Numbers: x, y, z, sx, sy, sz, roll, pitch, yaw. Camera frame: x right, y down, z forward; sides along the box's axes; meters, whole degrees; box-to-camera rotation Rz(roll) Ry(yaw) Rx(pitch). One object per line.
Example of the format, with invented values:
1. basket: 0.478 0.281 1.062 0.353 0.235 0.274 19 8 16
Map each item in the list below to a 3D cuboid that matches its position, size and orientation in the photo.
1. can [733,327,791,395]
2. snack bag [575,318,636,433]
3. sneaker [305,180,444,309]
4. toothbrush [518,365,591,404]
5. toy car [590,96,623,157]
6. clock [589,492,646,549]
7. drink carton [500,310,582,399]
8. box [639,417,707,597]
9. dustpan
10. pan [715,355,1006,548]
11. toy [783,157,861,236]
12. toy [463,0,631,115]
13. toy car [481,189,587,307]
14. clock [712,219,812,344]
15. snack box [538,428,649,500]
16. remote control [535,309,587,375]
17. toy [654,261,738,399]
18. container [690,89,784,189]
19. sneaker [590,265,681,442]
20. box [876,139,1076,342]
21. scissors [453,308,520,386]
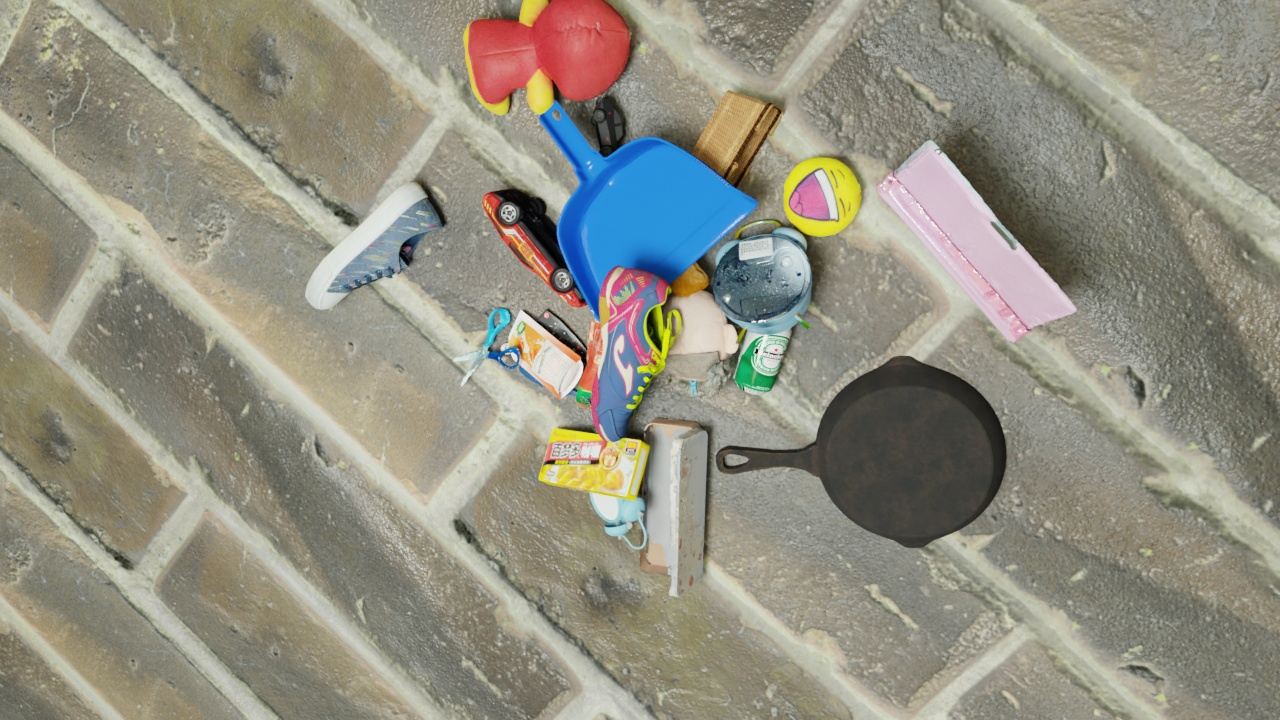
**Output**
1. can: 0.152 -0.009 1.145 0.053 0.053 0.101 20 106 12
2. snack bag: -0.041 0.023 1.209 0.087 0.044 0.155 15 101 16
3. sneaker: -0.365 -0.140 1.260 0.236 0.087 0.079 -41 93 17
4. toothbrush: -0.109 0.036 1.252 0.132 0.016 0.021 24 104 10
5. toy car: -0.039 -0.284 1.154 0.036 0.042 0.092 -12 98 -5
6. clock: -0.025 0.196 1.228 0.123 0.041 0.088 58 141 20
7. drink carton: -0.135 -0.008 1.231 0.122 0.038 0.069 38 114 26
8. box: 0.038 0.188 1.212 0.107 0.094 0.216 13 107 42
9. dustpan: -0.031 -0.209 1.114 0.246 0.059 0.257 -40 79 25
10. pan: 0.266 0.124 1.144 0.357 0.043 0.249 -4 100 17
11. toy: 0.216 -0.195 1.095 0.094 0.041 0.095 -15 100 23
12. toy: -0.116 -0.380 1.131 0.217 0.098 0.147 -5 107 22
13. toy car: -0.125 -0.146 1.185 0.056 0.081 0.189 -43 87 25
14. clock: 0.148 -0.103 1.101 0.118 0.060 0.161 -8 66 18
15. snack box: -0.063 0.135 1.212 0.152 0.025 0.075 4 72 36
16. remote control: -0.093 -0.015 1.240 0.124 0.010 0.039 46 110 4
17. toy: 0.066 -0.040 1.155 0.133 0.076 0.176 4 103 32
18. container: 0.113 -0.267 1.103 0.061 0.063 0.114 36 109 15
19. sneaker: -0.007 0.006 1.107 0.091 0.116 0.242 14 125 14
20. box: 0.351 -0.121 1.004 0.059 0.179 0.233 -40 86 2
21. scissors: -0.210 -0.004 1.258 0.132 0.015 0.110 -50 58 16
